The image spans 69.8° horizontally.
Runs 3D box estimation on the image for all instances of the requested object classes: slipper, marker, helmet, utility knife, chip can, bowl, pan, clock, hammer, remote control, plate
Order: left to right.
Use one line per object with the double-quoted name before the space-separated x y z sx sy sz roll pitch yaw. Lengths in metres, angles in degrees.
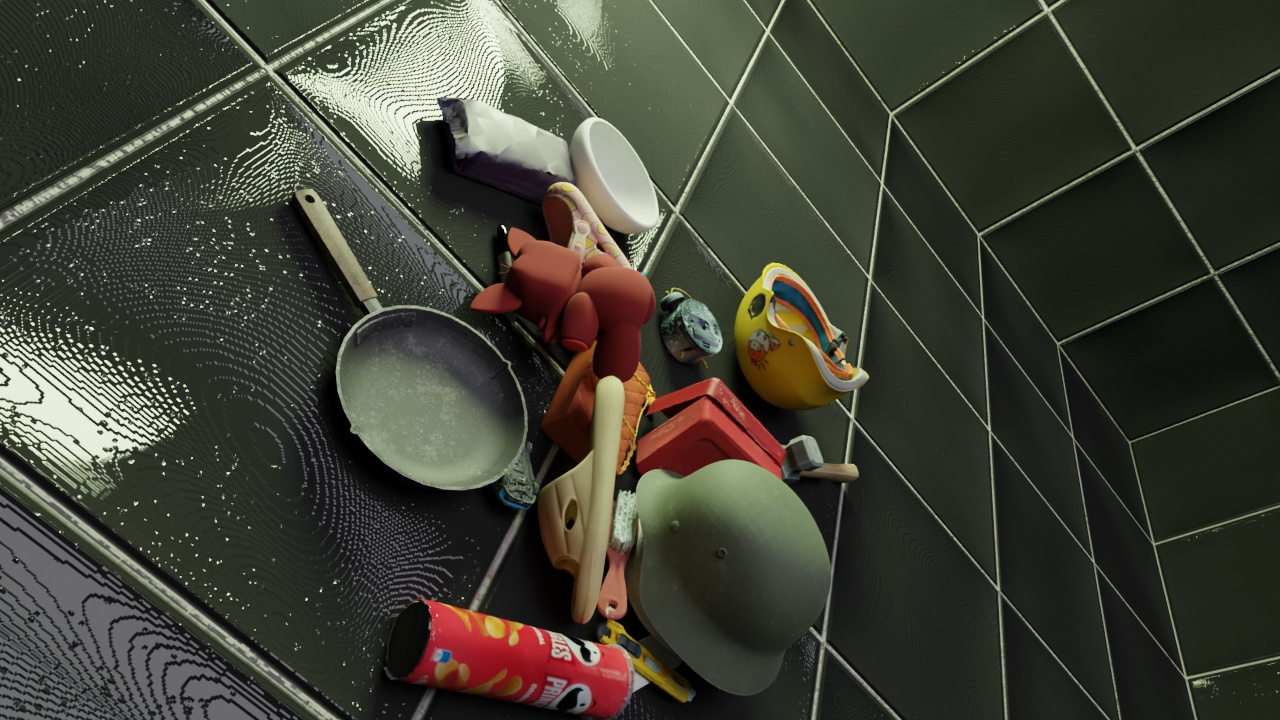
"pan" -0.249 -0.023 0.906 0.357 0.040 0.207 55 39 7
"marker" -0.159 -0.105 1.105 0.022 0.016 0.138 20 51 -49
"chip can" -0.113 0.271 0.826 0.232 0.073 0.073 28 45 -37
"slipper" -0.083 -0.132 1.174 0.081 0.093 0.197 -27 84 -36
"slipper" -0.066 0.136 0.955 0.079 0.111 0.261 10 67 -6
"bowl" -0.049 -0.252 1.304 0.176 0.066 0.176 43 33 -37
"remote control" 0.003 0.324 0.987 0.136 0.013 0.043 -5 69 -54
"utility knife" 0.007 0.318 0.970 0.155 0.017 0.030 46 45 -25
"plate" 0.051 0.254 1.069 0.182 0.034 0.182 35 35 -30
"clock" 0.071 -0.052 1.329 0.090 0.052 0.129 22 49 -42
"helmet" 0.114 0.207 1.014 0.267 0.154 0.226 54 29 17
"helmet" 0.223 -0.022 1.430 0.209 0.140 0.239 23 35 -41
"hammer" 0.257 0.164 1.376 0.322 0.117 0.051 15 53 -57

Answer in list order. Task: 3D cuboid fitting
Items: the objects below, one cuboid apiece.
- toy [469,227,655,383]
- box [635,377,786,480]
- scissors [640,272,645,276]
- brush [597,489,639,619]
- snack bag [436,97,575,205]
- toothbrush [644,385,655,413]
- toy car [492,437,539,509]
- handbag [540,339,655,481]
"toy" -0.081 -0.070 1.068 0.197 0.121 0.158 20 48 -3
"box" 0.088 0.121 1.147 0.157 0.137 0.122 45 42 -20
"scissors" -0.026 -0.109 1.284 0.083 0.015 0.140 54 37 -3
"brush" -0.022 0.206 0.998 0.041 0.030 0.172 16 34 -6
"snack bag" -0.167 -0.269 1.183 0.205 0.059 0.096 12 56 -49
"toothbrush" -0.007 0.007 1.214 0.021 0.016 0.135 -11 74 -56
"toy car" -0.136 0.111 0.954 0.048 0.032 0.105 25 33 -37
"handbag" -0.040 0.050 1.105 0.109 0.060 0.171 49 35 -22
